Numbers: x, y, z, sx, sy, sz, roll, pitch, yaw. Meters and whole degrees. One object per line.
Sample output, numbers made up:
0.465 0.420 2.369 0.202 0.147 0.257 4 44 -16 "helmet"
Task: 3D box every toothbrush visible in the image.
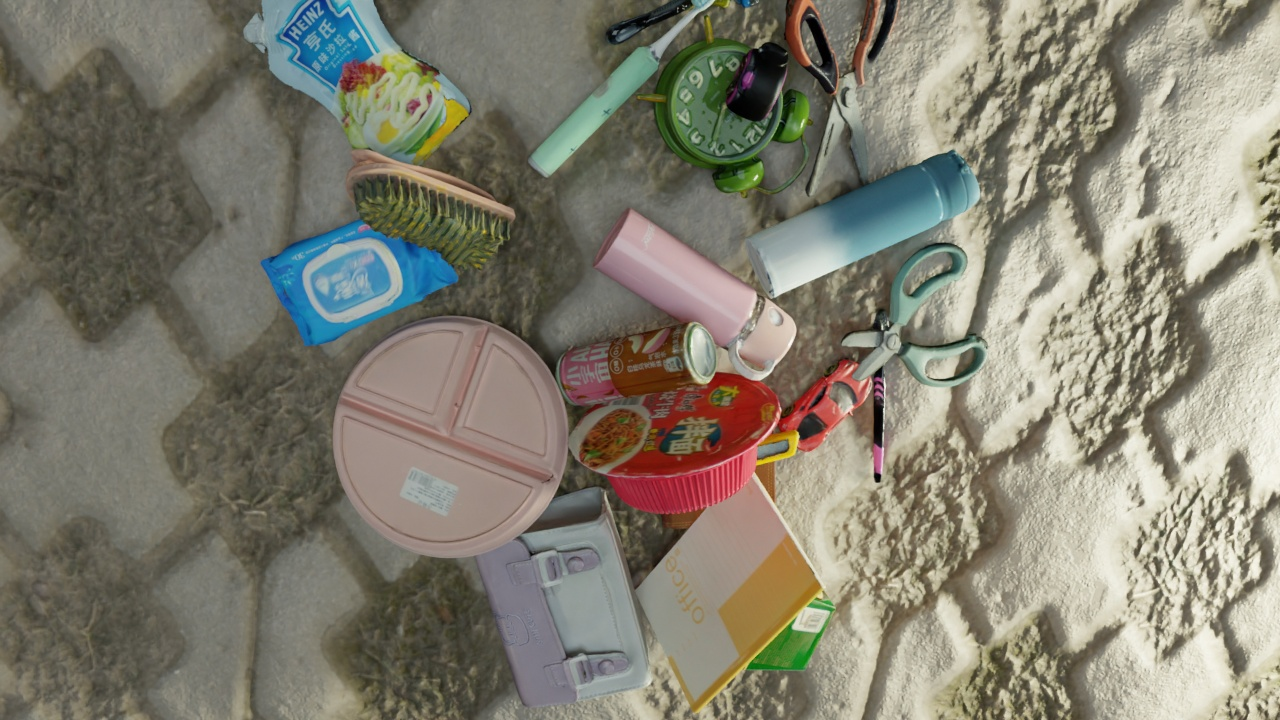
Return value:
-0.015 -0.249 0.820 0.225 0.026 0.027 -42 140 11 "toothbrush"
0.244 0.040 0.939 0.014 0.017 0.189 9 111 36 "toothbrush"

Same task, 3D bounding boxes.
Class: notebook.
0.078 0.220 0.886 0.010 0.145 0.207 9 129 -40 "notebook"

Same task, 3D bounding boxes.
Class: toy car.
0.189 0.045 0.929 0.106 0.031 0.049 -45 106 5 "toy car"

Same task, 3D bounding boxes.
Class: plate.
-0.182 0.071 0.858 0.229 0.028 0.229 0 88 5 "plate"

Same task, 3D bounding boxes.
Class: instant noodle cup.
0.035 0.079 0.843 0.194 0.193 0.066 -13 115 -3 "instant noodle cup"

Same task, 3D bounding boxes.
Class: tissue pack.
-0.255 -0.080 0.837 0.157 0.052 0.095 -23 106 1 "tissue pack"

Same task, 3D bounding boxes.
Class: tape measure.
0.095 -0.233 0.770 0.039 0.057 0.058 22 86 -8 "tape measure"

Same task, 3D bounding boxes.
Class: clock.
0.085 -0.220 0.832 0.161 0.056 0.116 40 98 -15 "clock"

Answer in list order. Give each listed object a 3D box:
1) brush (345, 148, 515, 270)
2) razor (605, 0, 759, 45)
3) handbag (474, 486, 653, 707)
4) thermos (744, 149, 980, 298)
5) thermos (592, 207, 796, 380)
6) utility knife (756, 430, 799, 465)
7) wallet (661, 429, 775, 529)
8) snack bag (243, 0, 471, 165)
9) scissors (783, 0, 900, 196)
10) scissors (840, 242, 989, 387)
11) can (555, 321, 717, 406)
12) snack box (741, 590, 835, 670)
-0.186 -0.136 0.799 0.145 0.073 0.063 18 138 -35 "brush"
0.034 -0.315 0.819 0.143 0.022 0.043 -23 129 1 "razor"
-0.079 0.243 0.925 0.145 0.098 0.197 -14 106 4 "handbag"
0.210 -0.129 0.866 0.220 0.070 0.070 -23 106 0 "thermos"
0.051 -0.056 0.861 0.198 0.087 0.067 33 142 -13 "thermos"
0.085 0.096 0.911 0.154 0.015 0.033 -13 103 -3 "utility knife"
0.078 0.118 0.938 0.124 0.032 0.101 -4 102 -5 "wallet"
-0.248 -0.255 0.799 0.110 0.038 0.191 -40 105 17 "snack bag"
0.186 -0.257 0.826 0.188 0.015 0.222 -48 132 -19 "scissors"
0.285 -0.022 0.915 0.173 0.019 0.178 -48 111 -5 "scissors"
-0.005 0.005 0.848 0.148 0.057 0.058 -12 109 32 "can"
0.129 0.253 0.937 0.105 0.117 0.118 17 105 -15 "snack box"
